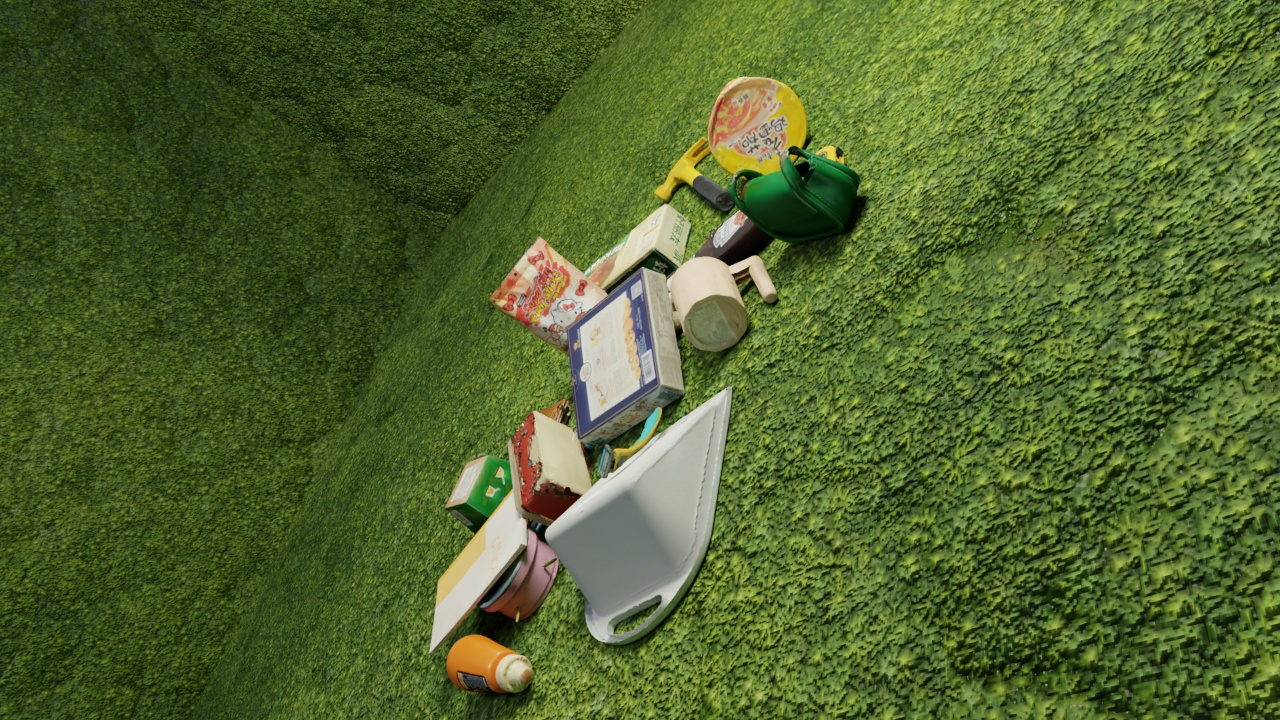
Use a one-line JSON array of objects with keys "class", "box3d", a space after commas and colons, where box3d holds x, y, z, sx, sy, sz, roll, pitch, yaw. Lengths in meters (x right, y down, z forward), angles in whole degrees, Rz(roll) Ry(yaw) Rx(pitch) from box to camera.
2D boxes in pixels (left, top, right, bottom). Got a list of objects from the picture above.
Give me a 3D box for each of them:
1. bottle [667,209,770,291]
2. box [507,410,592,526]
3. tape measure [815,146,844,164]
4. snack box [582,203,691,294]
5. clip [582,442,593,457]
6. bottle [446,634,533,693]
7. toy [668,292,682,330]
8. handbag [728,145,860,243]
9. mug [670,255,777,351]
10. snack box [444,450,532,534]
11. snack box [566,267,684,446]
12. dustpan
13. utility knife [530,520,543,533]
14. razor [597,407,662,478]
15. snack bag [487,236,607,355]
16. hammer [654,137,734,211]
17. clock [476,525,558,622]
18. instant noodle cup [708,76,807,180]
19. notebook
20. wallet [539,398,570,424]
[{"class": "bottle", "box3d": [0.111, -0.151, 1.251, 0.195, 0.044, 0.079, -39, 26, 37]}, {"class": "box", "box3d": [-0.118, 0.138, 1.223, 0.081, 0.091, 0.168, -54, 27, 18]}, {"class": "tape measure", "box3d": [0.230, -0.237, 1.144, 0.060, 0.029, 0.057, -37, 29, 38]}, {"class": "snack box", "box3d": [-0.022, -0.143, 1.491, 0.241, 0.063, 0.114, -35, 29, 41]}, {"class": "clip", "box3d": [-0.081, 0.119, 1.300, 0.047, 0.014, 0.057, -54, 23, 8]}, {"class": "bottle", "box3d": [-0.172, 0.363, 1.081, 0.150, 0.066, 0.066, -12, 47, 51]}, {"class": "toy", "box3d": [0.014, -0.059, 1.310, 0.158, 0.066, 0.105, -15, 86, 53]}, {"class": "handbag", "box3d": [0.180, -0.195, 1.066, 0.131, 0.120, 0.068, -1, 62, 62]}, {"class": "mug", "box3d": [0.103, -0.077, 1.130, 0.125, 0.084, 0.103, -23, 30, 8]}, {"class": "snack box", "box3d": [-0.213, 0.203, 1.332, 0.118, 0.105, 0.117, -26, 37, 53]}, {"class": "snack box", "box3d": [-0.025, -0.003, 1.231, 0.183, 0.045, 0.177, -35, 52, 41]}, {"class": "dustpan", "box3d": [0.014, 0.181, 1.018, 0.223, 0.142, 0.256, -38, -2, 38]}, {"class": "utility knife", "box3d": [-0.127, 0.194, 1.289, 0.029, 0.013, 0.151, -4, 54, 55]}, {"class": "razor", "box3d": [-0.004, 0.090, 1.073, 0.132, 0.028, 0.043, -40, -30, -50]}, {"class": "snack bag", "box3d": [-0.111, -0.076, 1.383, 0.129, 0.208, 0.073, -49, 17, 12]}, {"class": "hammer", "box3d": [0.098, -0.289, 1.492, 0.129, 0.033, 0.300, -52, 21, 11]}, {"class": "clock", "box3d": [-0.164, 0.272, 1.193, 0.117, 0.060, 0.159, -59, 23, -7]}, {"class": "instant noodle cup", "box3d": [0.158, -0.332, 1.304, 0.138, 0.138, 0.109, -50, 14, 13]}, {"class": "notebook", "box3d": [-0.211, 0.267, 1.202, 0.207, 0.010, 0.145, -50, 22, 17]}, {"class": "wallet", "box3d": [-0.152, 0.127, 1.421, 0.119, 0.035, 0.130, -34, 30, 55]}]
